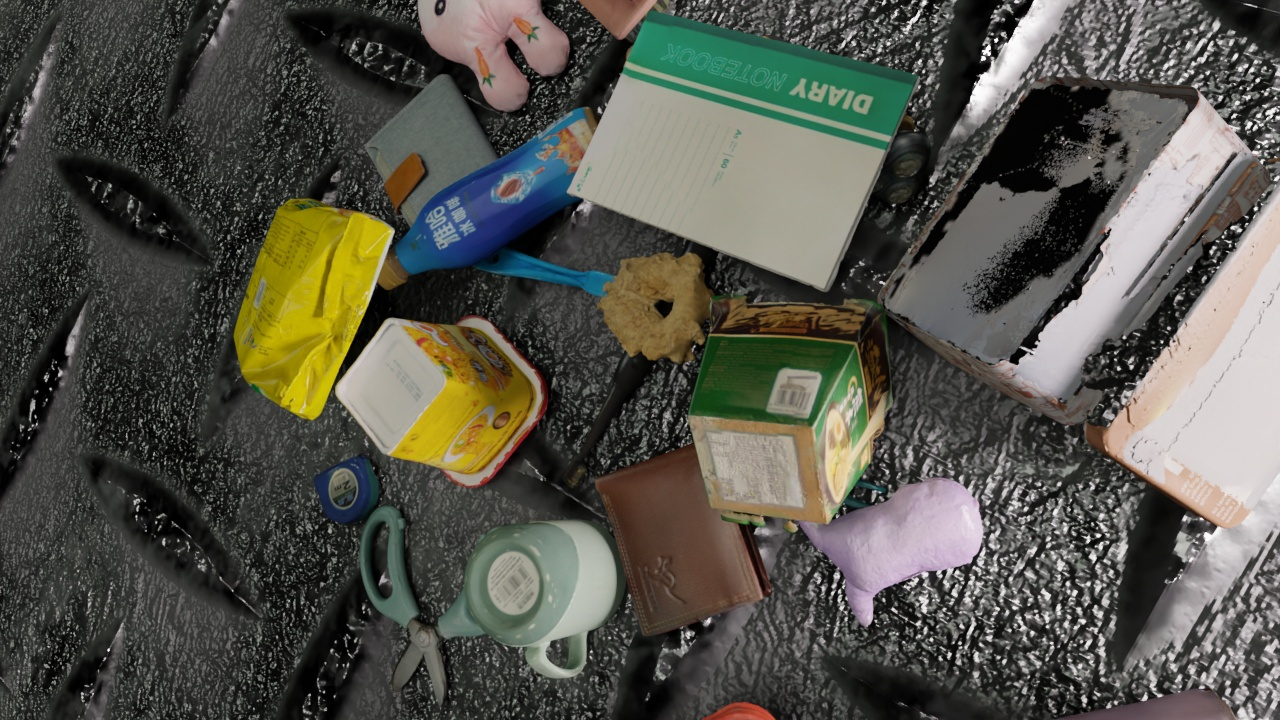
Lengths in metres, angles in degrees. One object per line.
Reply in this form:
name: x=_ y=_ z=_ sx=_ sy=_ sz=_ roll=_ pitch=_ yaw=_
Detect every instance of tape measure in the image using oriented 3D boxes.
tape measure: x=-0.251 y=0.113 z=0.792 sx=0.058 sy=0.025 sz=0.054 roll=-27 pitch=74 yaw=23

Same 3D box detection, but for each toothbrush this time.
toothbrush: x=-0.004 y=0.004 z=0.694 sx=0.213 sy=0.026 sz=0.027 roll=-60 pitch=25 yaw=5

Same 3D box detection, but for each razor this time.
razor: x=0.131 y=-0.175 z=0.646 sx=0.067 sy=0.062 sz=0.167 roll=-32 pitch=62 yaw=-15

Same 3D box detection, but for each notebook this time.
notebook: x=0.063 y=-0.151 z=0.631 sx=0.209 sy=0.012 sz=0.150 roll=24 pitch=92 yaw=25

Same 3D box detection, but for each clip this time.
clip: x=0.138 y=0.087 z=0.625 sx=0.057 sy=0.014 sz=0.045 roll=17 pitch=91 yaw=23

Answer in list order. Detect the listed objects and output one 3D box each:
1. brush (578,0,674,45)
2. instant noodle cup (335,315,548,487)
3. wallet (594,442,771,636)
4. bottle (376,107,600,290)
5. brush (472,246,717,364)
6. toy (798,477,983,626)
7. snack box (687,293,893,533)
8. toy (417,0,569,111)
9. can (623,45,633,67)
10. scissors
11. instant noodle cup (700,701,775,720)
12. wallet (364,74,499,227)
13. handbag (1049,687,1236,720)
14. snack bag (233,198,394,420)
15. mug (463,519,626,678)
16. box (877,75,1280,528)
brush: x=-0.039 y=-0.322 z=0.734 sx=0.063 sy=0.073 sz=0.145 roll=-46 pitch=65 yaw=12
instant noodle cup: x=-0.154 y=0.026 z=0.706 sx=0.116 sy=0.123 sz=0.116 roll=44 pitch=100 yaw=23
wallet: x=0.027 y=0.127 z=0.660 sx=0.101 sy=0.032 sz=0.124 roll=-25 pitch=72 yaw=22
bottle: x=-0.118 y=-0.120 z=0.729 sx=0.219 sy=0.065 sz=0.065 roll=-29 pitch=71 yaw=10
brush: x=-0.044 y=-0.059 z=0.703 sx=0.255 sy=0.045 sz=0.083 roll=19 pitch=92 yaw=40
toy: x=0.169 y=0.118 z=0.592 sx=0.108 sy=0.039 sz=0.084 roll=-28 pitch=92 yaw=14
snack box: x=0.089 y=0.034 z=0.577 sx=0.118 sy=0.105 sz=0.118 roll=3 pitch=127 yaw=26
toy: x=-0.125 y=-0.295 z=0.783 sx=0.121 sy=0.054 sz=0.159 roll=-38 pitch=77 yaw=17
can: x=0.015 y=-0.177 z=0.695 sx=0.059 sy=0.058 sz=0.116 roll=-4 pitch=80 yaw=24
scissors: x=-0.178 y=0.182 z=0.752 sx=0.181 sy=0.019 sz=0.170 roll=38 pitch=100 yaw=23
instant noodle cup: x=0.056 y=0.329 z=0.590 sx=0.165 sy=0.079 sz=0.188 roll=-30 pitch=72 yaw=17
wallet: x=-0.179 y=-0.170 z=0.795 sx=0.107 sy=0.037 sz=0.129 roll=-36 pitch=69 yaw=15
handbag: x=0.241 y=0.274 z=0.509 sx=0.197 sy=0.098 sz=0.144 roll=-18 pitch=70 yaw=21
snack bag: x=-0.275 y=-0.053 z=0.744 sx=0.247 sy=0.068 sz=0.158 roll=22 pitch=92 yaw=61
mug: x=-0.066 y=0.171 z=0.654 sx=0.082 sy=0.106 sz=0.111 roll=-13 pitch=77 yaw=21
box: x=0.285 y=-0.041 z=0.544 sx=0.181 sy=0.197 sz=0.157 roll=-58 pitch=24 yaw=7
